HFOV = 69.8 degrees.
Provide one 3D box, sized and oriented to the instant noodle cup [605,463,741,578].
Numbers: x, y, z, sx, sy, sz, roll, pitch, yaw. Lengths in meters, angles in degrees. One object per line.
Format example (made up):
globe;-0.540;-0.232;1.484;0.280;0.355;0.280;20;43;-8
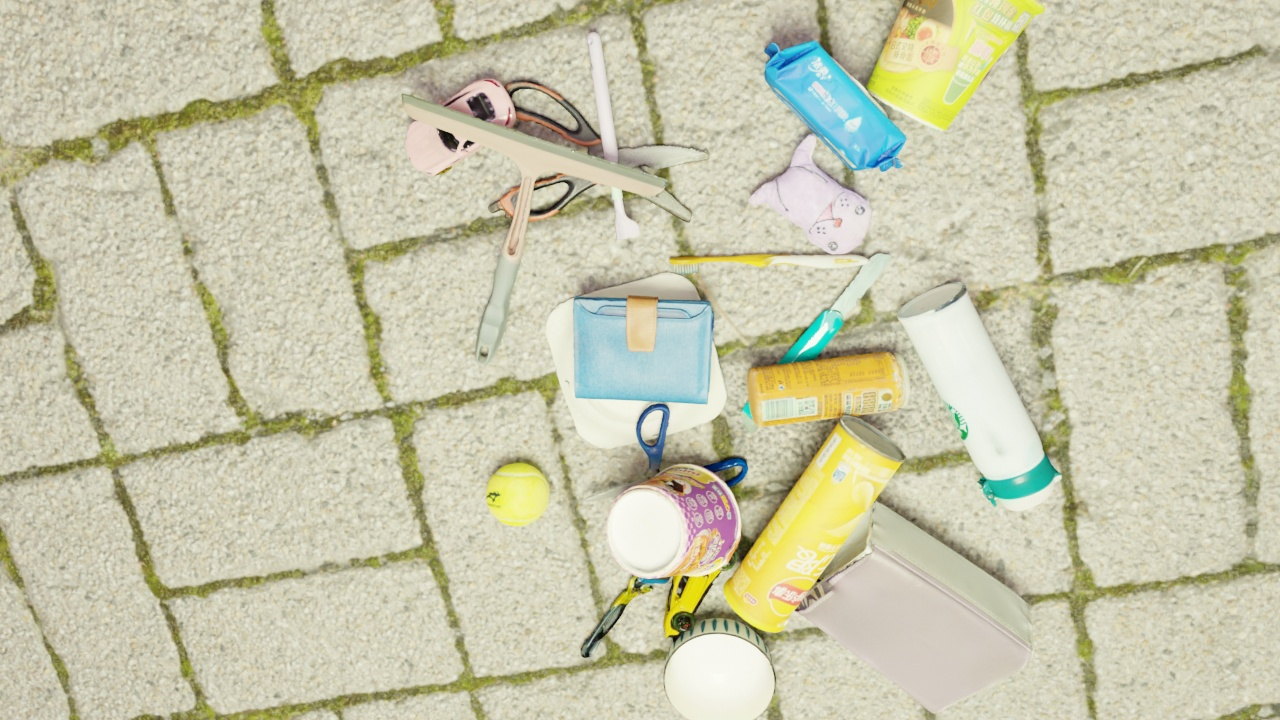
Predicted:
instant noodle cup;0.026;0.155;0.866;0.112;0.099;0.111;-2;86;28

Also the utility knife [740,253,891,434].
utility knife;0.169;-0.016;0.899;0.029;0.013;0.223;36;108;-4

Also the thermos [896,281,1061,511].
thermos;0.321;0.040;0.871;0.073;0.073;0.224;-28;101;12

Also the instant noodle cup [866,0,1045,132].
instant noodle cup;0.257;-0.266;0.780;0.111;0.111;0.124;27;113;-2

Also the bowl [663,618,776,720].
bowl;0.083;0.321;0.969;0.116;0.066;0.116;1;106;5

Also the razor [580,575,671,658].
razor;-0.023;0.271;0.992;0.042;0.022;0.143;18;117;-45

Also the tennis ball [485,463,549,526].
tennis ball;-0.126;0.138;0.943;0.065;0.065;0.065;1;105;5

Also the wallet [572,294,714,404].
wallet;0.002;-0.010;0.871;0.133;0.040;0.106;3;109;5

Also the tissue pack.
tissue pack;0.168;-0.224;0.803;0.157;0.094;0.052;44;103;-4

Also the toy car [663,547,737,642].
toy car;0.058;0.220;0.943;0.041;0.071;0.156;26;106;-3

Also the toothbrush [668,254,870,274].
toothbrush;0.122;-0.092;0.880;0.191;0.016;0.018;1;117;8

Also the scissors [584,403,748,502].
scissors;0.023;0.113;0.933;0.173;0.012;0.162;-14;122;4

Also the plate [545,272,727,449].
plate;-0.005;0.005;0.912;0.164;0.034;0.164;-16;102;10

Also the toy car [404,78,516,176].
toy car;-0.172;-0.217;0.860;0.123;0.037;0.056;-26;93;23

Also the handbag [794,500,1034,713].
handbag;0.265;0.247;0.915;0.197;0.098;0.145;35;122;-4

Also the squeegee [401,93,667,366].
squeegee;-0.126;-0.104;0.883;0.247;0.040;0.250;19;119;-1

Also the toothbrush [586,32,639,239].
toothbrush;-0.027;-0.207;0.851;0.029;0.021;0.189;-3;101;35

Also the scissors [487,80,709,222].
scissors;-0.052;-0.191;0.875;0.227;0.015;0.189;-23;101;10

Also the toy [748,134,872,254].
toy;0.167;-0.146;0.851;0.108;0.038;0.084;39;110;-4

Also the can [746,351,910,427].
can;0.178;0.027;0.878;0.146;0.058;0.058;-7;104;-1

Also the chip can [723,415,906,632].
chip can;0.162;0.156;0.872;0.072;0.072;0.214;29;107;-2
